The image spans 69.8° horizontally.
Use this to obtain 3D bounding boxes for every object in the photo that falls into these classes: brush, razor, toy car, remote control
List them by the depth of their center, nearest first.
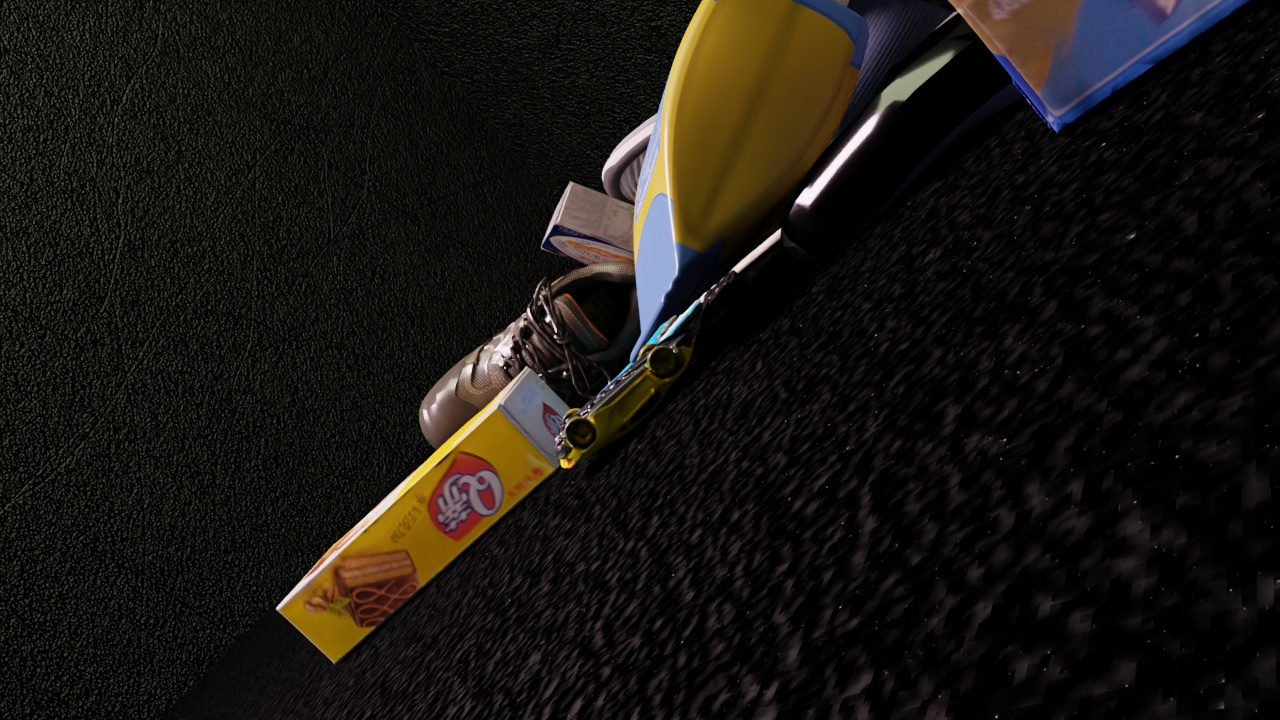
[{"bbox_3d":[0.130,-0.112,0.466,0.156,0.057,0.060,-41,-24,14],"label":"razor"},{"bbox_3d":[-0.008,0.022,0.525,0.107,0.030,0.049,-42,6,-1],"label":"toy car"},{"bbox_3d":[0.054,-0.039,0.614,0.030,0.009,0.140,-42,7,13],"label":"remote control"},{"bbox_3d":[0.109,-0.097,0.649,0.218,0.012,0.033,-38,9,45],"label":"brush"}]

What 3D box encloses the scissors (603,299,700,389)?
[{"bbox_3d":[-0.003,0.003,0.688,0.115,0.013,0.140,-40,10,35],"label":"scissors"}]

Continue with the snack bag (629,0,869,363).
[{"bbox_3d":[0.043,-0.105,0.562,0.159,0.102,0.205,120,174,-77],"label":"snack bag"}]

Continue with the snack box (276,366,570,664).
[{"bbox_3d":[-0.152,0.111,0.678,0.230,0.061,0.110,-42,7,13],"label":"snack box"}]

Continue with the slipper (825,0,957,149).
[{"bbox_3d":[0.192,-0.244,0.668,0.263,0.082,0.101,-40,23,1],"label":"slipper"}]

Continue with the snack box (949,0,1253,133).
[{"bbox_3d":[0.220,-0.194,0.354,0.155,0.069,0.202,-38,9,45],"label":"snack box"}]

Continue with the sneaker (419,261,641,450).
[{"bbox_3d":[-0.069,-0.003,0.740,0.237,0.101,0.143,-39,-1,-13],"label":"sneaker"}]

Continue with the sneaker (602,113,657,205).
[{"bbox_3d":[0.081,-0.222,0.800,0.263,0.097,0.128,-25,45,3],"label":"sneaker"}]

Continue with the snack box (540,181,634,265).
[{"bbox_3d":[-0.012,-0.107,0.838,0.145,0.144,0.042,172,117,-80],"label":"snack box"}]

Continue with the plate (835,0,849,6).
[{"bbox_3d":[0.166,-0.282,0.670,0.186,0.016,0.187,-27,8,-38],"label":"plate"}]
